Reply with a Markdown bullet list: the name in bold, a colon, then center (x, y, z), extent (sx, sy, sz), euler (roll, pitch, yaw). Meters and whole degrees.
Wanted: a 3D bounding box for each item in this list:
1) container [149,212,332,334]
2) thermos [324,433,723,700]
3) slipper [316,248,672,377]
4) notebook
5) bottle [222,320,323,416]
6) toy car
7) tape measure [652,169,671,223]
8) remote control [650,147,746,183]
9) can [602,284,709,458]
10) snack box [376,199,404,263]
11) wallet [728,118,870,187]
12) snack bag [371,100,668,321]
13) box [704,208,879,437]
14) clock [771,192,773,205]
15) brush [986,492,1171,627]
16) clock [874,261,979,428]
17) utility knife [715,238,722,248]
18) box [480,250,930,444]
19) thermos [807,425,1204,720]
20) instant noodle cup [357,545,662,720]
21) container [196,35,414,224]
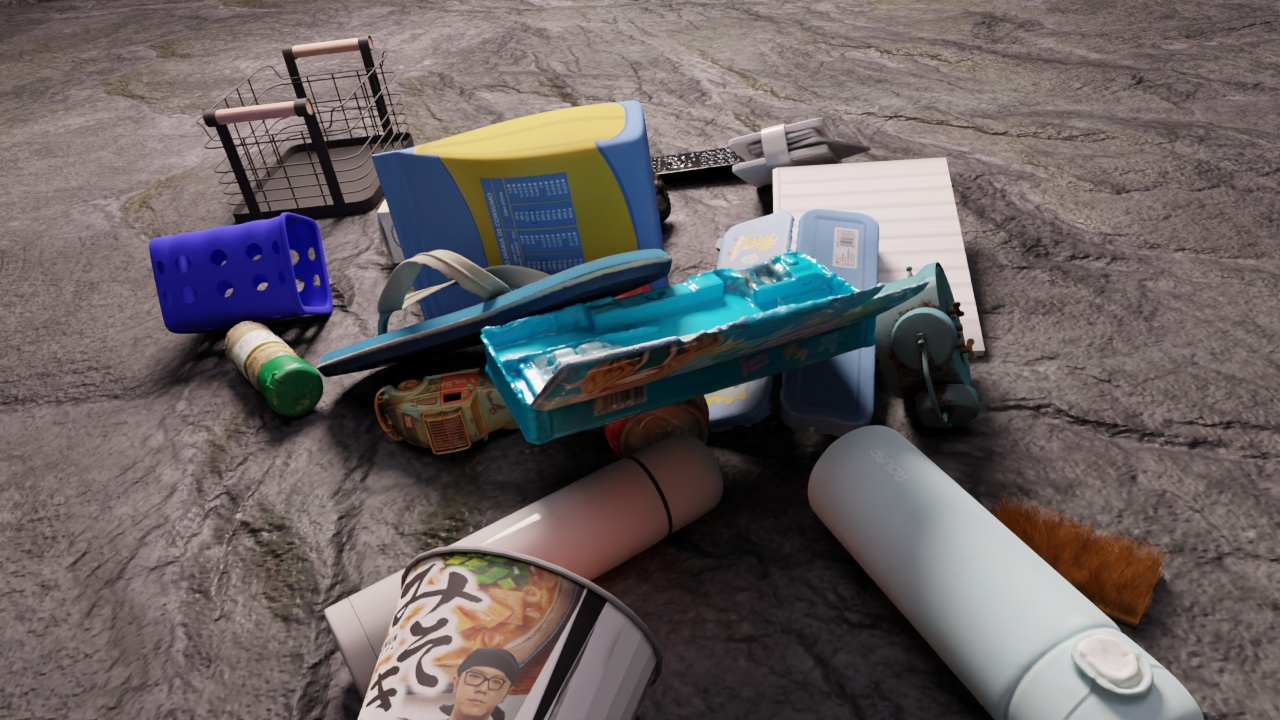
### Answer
- **container**: center (-0.334, -0.071, 0.774), extent (0.113, 0.085, 0.084), euler (-10, 2, 1)
- **thermos**: center (-0.054, 0.105, 0.499), extent (0.223, 0.052, 0.052), euler (-25, 38, -22)
- **slipper**: center (-0.109, -0.045, 0.633), extent (0.296, 0.060, 0.118), euler (-15, -5, 35)
- **notebook**: center (0.176, -0.084, 0.712), extent (0.143, 0.009, 0.209), euler (-2, 51, 9)
- **bottle**: center (-0.285, 0.004, 0.707), extent (0.043, 0.043, 0.111), euler (-30, 39, -28)
- **toy car**: center (-0.124, 0.037, 0.619), extent (0.112, 0.047, 0.047), euler (-11, 34, -1)
- **tape measure**: center (0.002, -0.152, 0.849), extent (0.038, 0.067, 0.062), euler (-27, 15, 30)
- **remote control**: center (0.055, -0.198, 0.946), extent (0.150, 0.022, 0.047), euler (-5, 35, 8)
- **can**: center (-0.004, 0.004, 0.622), extent (0.067, 0.067, 0.170), euler (-13, 34, -7)
- **snack box**: center (-0.136, -0.151, 0.886), extent (0.208, 0.058, 0.104), euler (-4, 35, 6)
- **wallet**: center (0.149, -0.191, 0.844), extent (0.115, 0.037, 0.118), euler (-9, -1, 20)
- **snack bag**: center (-0.088, -0.104, 0.717), extent (0.205, 0.159, 0.102), euler (-7, 33, 4)
- **box**: center (0.104, -0.034, 0.650), extent (0.127, 0.034, 0.208), euler (1, 48, 16)
- **clock**: center (0.168, -0.141, 0.816), extent (0.091, 0.043, 0.120), euler (-10, 34, -2)
- **brush**: center (0.203, 0.095, 0.487), extent (0.126, 0.017, 0.048), euler (19, 43, 35)
- **clock**: center (0.181, -0.007, 0.582), extent (0.053, 0.090, 0.124), euler (-15, 29, 26)
- **utility knife**: center (0.128, -0.083, 0.767), extent (0.175, 0.015, 0.031), euler (23, 42, 40)
- **box**: center (0.040, -0.010, 0.514), extent (0.226, 0.072, 0.182), euler (-15, 14, -19)
- **thermos**: center (0.157, 0.109, 0.429), extent (0.065, 0.078, 0.207), euler (-18, 33, -14)
- **instant noodle cup**: center (-0.066, 0.162, 0.373), extent (0.124, 0.124, 0.121), euler (4, 45, 18)
- **container**: center (-0.370, -0.264, 1.037), extent (0.163, 0.130, 0.240), euler (-5, 34, 5)
